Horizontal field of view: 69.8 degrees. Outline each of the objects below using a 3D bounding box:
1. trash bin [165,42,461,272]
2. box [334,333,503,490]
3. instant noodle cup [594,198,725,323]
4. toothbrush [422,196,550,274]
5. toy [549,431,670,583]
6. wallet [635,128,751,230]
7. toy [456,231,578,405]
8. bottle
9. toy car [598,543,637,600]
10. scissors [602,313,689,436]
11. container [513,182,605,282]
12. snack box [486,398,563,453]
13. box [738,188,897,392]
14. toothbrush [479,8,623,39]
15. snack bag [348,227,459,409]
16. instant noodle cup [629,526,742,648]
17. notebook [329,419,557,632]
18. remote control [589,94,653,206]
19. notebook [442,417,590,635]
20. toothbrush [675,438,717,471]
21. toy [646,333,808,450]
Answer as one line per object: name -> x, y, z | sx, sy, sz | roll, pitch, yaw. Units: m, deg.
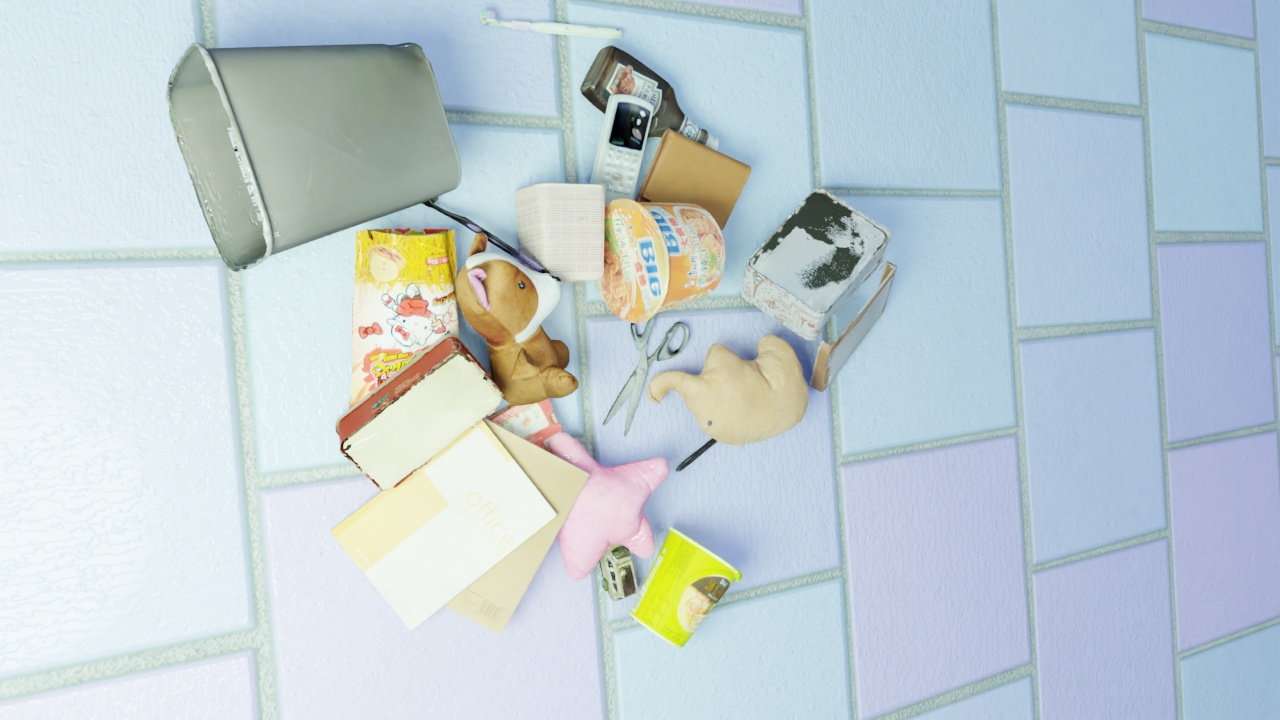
trash bin -> -0.323, -0.215, 0.921 | 0.219, 0.199, 0.199 | -23, 102, -35
box -> -0.235, 0.060, 0.986 | 0.168, 0.077, 0.091 | -38, 120, -3
instant noodle cup -> 0.025, -0.129, 1.133 | 0.111, 0.152, 0.151 | -14, 96, -37
toothbrush -> -0.182, -0.148, 1.049 | 0.189, 0.014, 0.016 | 32, 46, 2
toy -> -0.068, 0.183, 1.106 | 0.194, 0.075, 0.178 | 14, 91, -16
wallet -> 0.070, -0.229, 1.201 | 0.131, 0.031, 0.108 | 17, 105, -27
toy -> -0.138, -0.045, 1.035 | 0.130, 0.140, 0.199 | -30, 116, 0
bottle -> 0.018, -0.322, 1.184 | 0.194, 0.044, 0.080 | 29, 83, -27
toy car -> -0.028, 0.255, 1.156 | 0.042, 0.035, 0.090 | -14, 93, -30
scissors -> 0.006, 0.009, 1.191 | 0.165, 0.014, 0.163 | -18, 98, -27
container -> -0.095, -0.150, 1.095 | 0.090, 0.090, 0.111 | -4, 94, -29
snack box -> -0.165, 0.102, 1.088 | 0.152, 0.025, 0.075 | -31, 104, -25
box -> 0.246, -0.101, 1.290 | 0.158, 0.205, 0.180 | 33, 69, 21
toothbrush -> -0.105, -0.412, 1.132 | 0.189, 0.029, 0.020 | -4, 133, -30
snack bag -> -0.257, -0.042, 1.011 | 0.128, 0.073, 0.208 | -4, 106, -29
instant noodle cup -> 0.051, 0.293, 1.165 | 0.111, 0.112, 0.123 | 37, 80, -23
notebook -> -0.217, 0.182, 1.025 | 0.206, 0.010, 0.146 | -37, 97, -7
remote control -> -0.026, -0.255, 1.148 | 0.058, 0.021, 0.150 | 8, 103, -26
notebook -> -0.173, 0.188, 1.044 | 0.149, 0.012, 0.211 | 29, 87, -9
toothbrush -> 0.112, 0.095, 1.246 | 0.180, 0.016, 0.018 | -38, 101, -25
toy -> 0.122, 0.046, 1.208 | 0.225, 0.083, 0.143 | -11, 76, -25
